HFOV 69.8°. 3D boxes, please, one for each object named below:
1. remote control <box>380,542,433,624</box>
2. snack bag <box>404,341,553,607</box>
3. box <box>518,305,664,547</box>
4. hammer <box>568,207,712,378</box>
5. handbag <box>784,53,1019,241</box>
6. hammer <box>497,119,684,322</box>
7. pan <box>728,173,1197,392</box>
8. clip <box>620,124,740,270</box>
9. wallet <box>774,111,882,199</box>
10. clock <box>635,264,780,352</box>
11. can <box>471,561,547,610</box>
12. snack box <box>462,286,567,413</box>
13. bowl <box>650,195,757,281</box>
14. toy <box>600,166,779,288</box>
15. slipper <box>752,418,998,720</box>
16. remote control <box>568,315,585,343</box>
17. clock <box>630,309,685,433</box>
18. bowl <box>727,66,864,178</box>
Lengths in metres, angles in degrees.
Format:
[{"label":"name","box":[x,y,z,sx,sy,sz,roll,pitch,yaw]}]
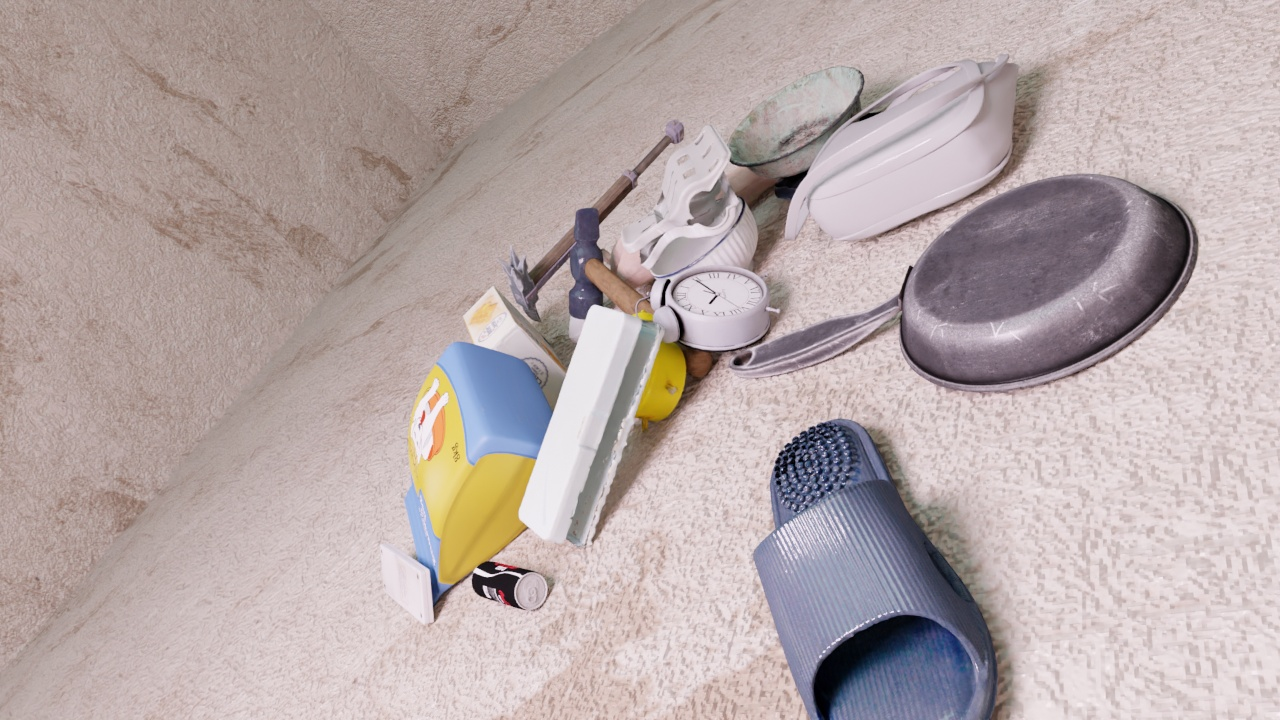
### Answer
[{"label":"remote control","box":[-0.228,0.215,0.893,0.011,0.050,0.136,-6,4,-31]},{"label":"snack bag","box":[-0.171,0.110,0.880,0.206,0.102,0.159,-57,37,21]},{"label":"box","box":[-0.046,0.053,0.770,0.083,0.066,0.199,18,89,35]},{"label":"hammer","box":[-0.008,-0.059,0.951,0.040,0.129,0.322,-8,26,-22]},{"label":"handbag","box":[0.227,-0.206,0.819,0.216,0.095,0.222,-22,28,36]},{"label":"hammer","box":[-0.046,-0.183,1.118,0.028,0.147,0.316,33,70,21]},{"label":"pan","box":[0.194,-0.039,0.654,0.358,0.055,0.186,-13,37,43]},{"label":"clip","box":[0.052,-0.150,0.913,0.153,0.096,0.126,-58,16,22]},{"label":"wallet","box":[0.199,-0.208,0.950,0.115,0.026,0.089,-45,23,-7]},{"label":"clock","box":[0.057,-0.048,0.813,0.122,0.035,0.094,-4,36,-1]},{"label":"can","box":[-0.110,0.187,0.763,0.081,0.031,0.031,-7,42,54]},{"label":"snack box","box":[-0.145,-0.013,1.070,0.057,0.104,0.208,-43,23,-1]},{"label":"bowl","box":[0.074,-0.105,0.929,0.118,0.062,0.118,-34,25,18]},{"label":"toy","box":[0.066,-0.181,1.076,0.264,0.065,0.196,-41,26,1]},{"label":"slipper","box":[0.103,0.101,0.505,0.101,0.082,0.263,-38,23,17]},{"label":"remote control","box":[-0.069,-0.061,1.148,0.043,0.013,0.136,-36,24,17]},{"label":"clock","box":[-0.005,0.005,0.830,0.083,0.057,0.118,-57,34,30]},{"label":"bowl","box":[0.166,-0.240,0.954,0.158,0.038,0.157,-28,32,19]}]
